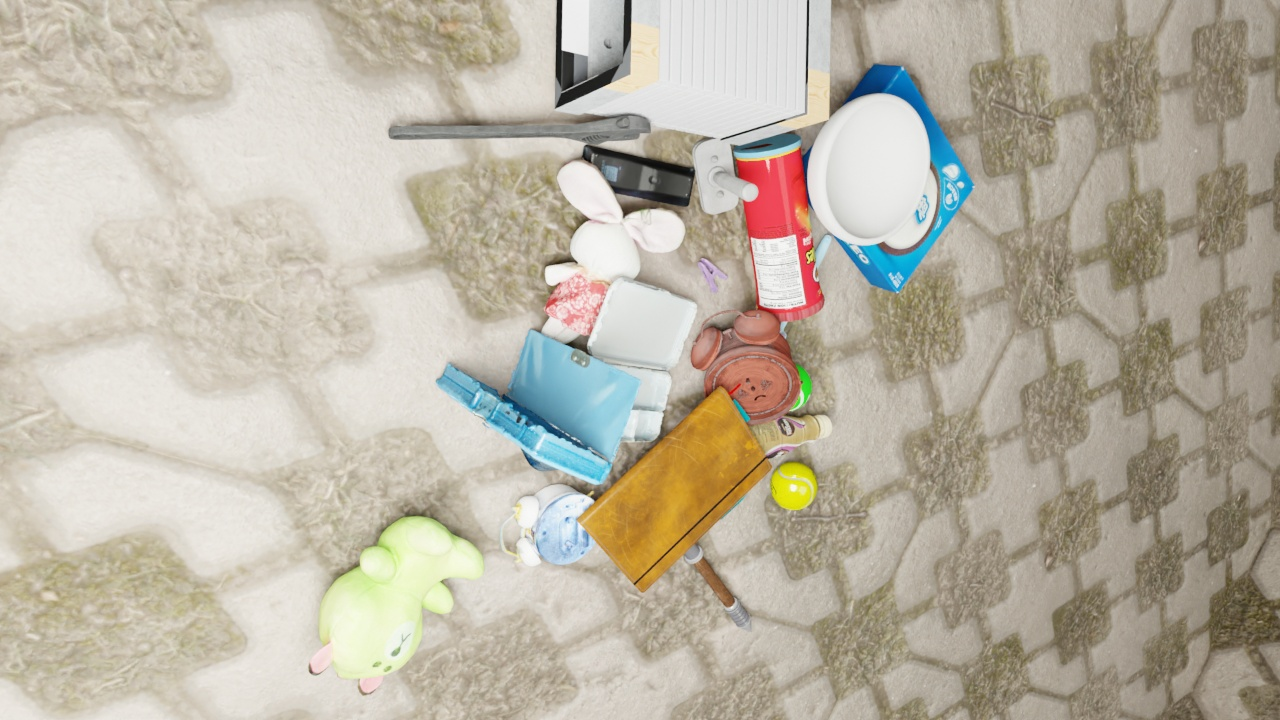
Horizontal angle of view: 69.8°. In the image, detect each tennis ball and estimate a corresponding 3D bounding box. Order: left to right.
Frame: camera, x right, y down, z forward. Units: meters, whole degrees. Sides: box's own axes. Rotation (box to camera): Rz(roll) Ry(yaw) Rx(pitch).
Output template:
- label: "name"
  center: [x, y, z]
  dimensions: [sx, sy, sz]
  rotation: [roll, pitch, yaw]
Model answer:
- label: "tennis ball"
  center: [0.194, 0.035, 1.217]
  dimensions: [0.065, 0.065, 0.065]
  rotation: [-11, 111, -31]
- label: "tennis ball"
  center: [0.213, 0.174, 1.276]
  dimensions: [0.065, 0.065, 0.065]
  rotation: [-11, 111, -31]

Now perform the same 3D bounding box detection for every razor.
- label: "razor"
  center: [0.103, -0.202, 1.048]
  dimensions: [0.047, 0.116, 0.088]
  rotation: [-18, 115, -11]

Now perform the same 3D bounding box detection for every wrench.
- label: "wrench"
  center: [-0.115, -0.231, 0.927]
  dimensions: [0.272, 0.073, 0.018]
  rotation: [-7, 92, -23]

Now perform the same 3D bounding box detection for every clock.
- label: "clock"
  center: [-0.107, 0.194, 1.080]
  dimensions: [0.125, 0.052, 0.089]
  rotation: [-10, 111, -31]
- label: "clock"
  center: [0.130, 0.003, 1.133]
  dimensions: [0.121, 0.072, 0.158]
  rotation: [-23, 124, 21]

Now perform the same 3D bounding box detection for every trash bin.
- label: "trash bin"
  center: [0.056, -0.323, 0.940]
  dimensions: [0.246, 0.143, 0.142]
  rotation: [1, 90, -34]

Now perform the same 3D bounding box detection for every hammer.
- label: "hammer"
  center: [0.089, 0.286, 1.251]
  dimensions: [0.155, 0.043, 0.322]
  rotation: [-44, 126, -14]

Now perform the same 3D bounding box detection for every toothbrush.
- label: "toothbrush"
  center: [0.215, -0.097, 1.219]
  dimensions: [0.022, 0.016, 0.155]
  rotation: [27, 90, 1]

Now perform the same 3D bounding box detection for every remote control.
- label: "remote control"
  center: [0.000, -0.206, 1.036]
  dimensions: [0.150, 0.022, 0.047]
  rotation: [4, 103, -34]

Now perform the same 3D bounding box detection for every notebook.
- label: "notebook"
  center: [0.058, 0.161, 1.130]
  dimensions: [0.249, 0.014, 0.178]
  rotation: [-42, 129, -10]

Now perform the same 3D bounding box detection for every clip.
- label: "clip"
  center: [0.087, -0.102, 1.135]
  dimensions: [0.051, 0.014, 0.043]
  rotation: [13, 100, -39]

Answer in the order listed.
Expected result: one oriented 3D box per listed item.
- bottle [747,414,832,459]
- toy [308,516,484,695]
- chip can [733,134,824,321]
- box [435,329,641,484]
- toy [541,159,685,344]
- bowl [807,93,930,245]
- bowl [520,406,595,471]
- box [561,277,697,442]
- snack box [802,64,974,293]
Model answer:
- label: "bottle"
  center: [0.189, 0.099, 1.239]
  dimensions: [0.165, 0.060, 0.060]
  rotation: [-7, 109, -32]
- label: "toy"
  center: [-0.265, 0.250, 0.970]
  dimensions: [0.196, 0.107, 0.150]
  rotation: [-42, 147, -5]
- label: "chip can"
  center: [0.170, -0.161, 1.126]
  dimensions: [0.086, 0.087, 0.213]
  rotation: [-25, 117, -25]
- label: "box"
  center: [-0.103, 0.025, 0.915]
  dimensions: [0.094, 0.232, 0.111]
  rotation: [29, 87, -36]
- label: "toy"
  center: [-0.048, -0.103, 1.005]
  dimensions: [0.159, 0.084, 0.194]
  rotation: [23, 96, -22]
- label: "bowl"
  center: [0.263, -0.231, 1.106]
  dimensions: [0.176, 0.066, 0.177]
  rotation: [-10, 111, -29]
- label: "bowl"
  center: [-0.083, 0.083, 1.057]
  dimensions: [0.110, 0.055, 0.110]
  rotation: [-11, 111, -31]
- label: "box"
  center: [-0.010, 0.006, 1.045]
  dimensions: [0.209, 0.045, 0.191]
  rotation: [5, 104, -62]
- label: "snack box"
  center: [0.327, -0.237, 1.221]
  dimensions: [0.239, 0.056, 0.195]
  rotation: [42, 82, -35]
